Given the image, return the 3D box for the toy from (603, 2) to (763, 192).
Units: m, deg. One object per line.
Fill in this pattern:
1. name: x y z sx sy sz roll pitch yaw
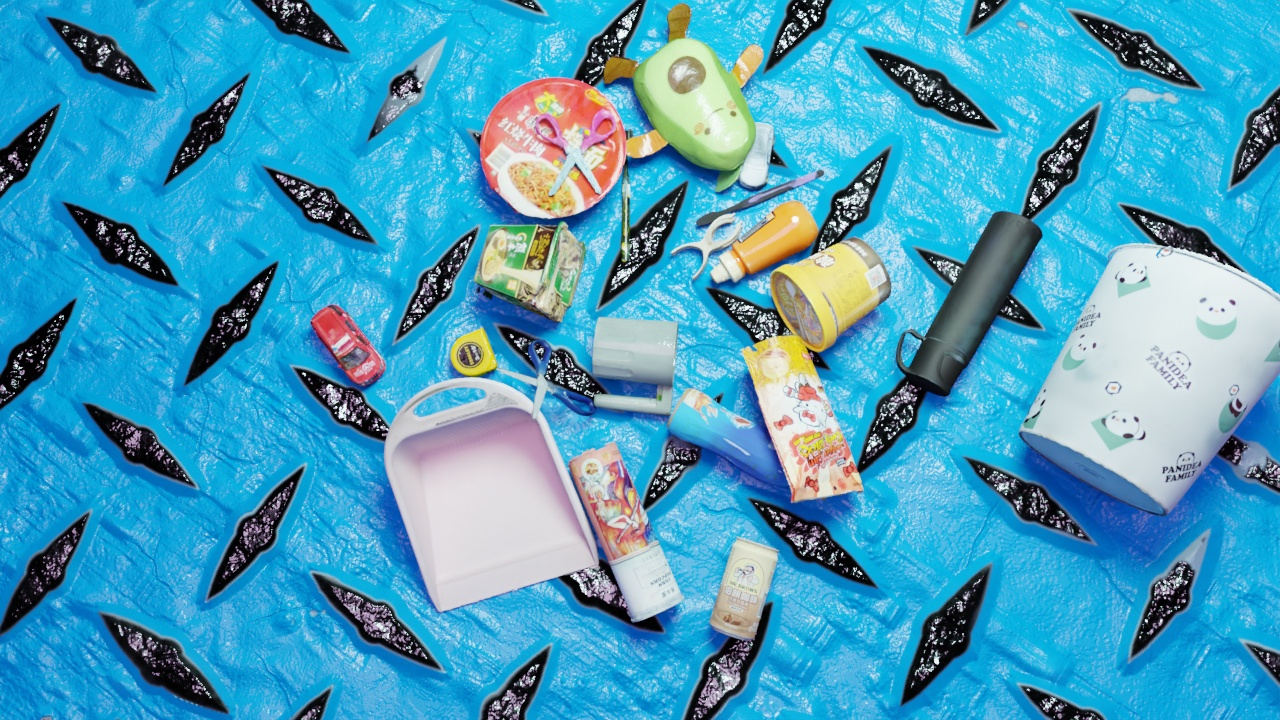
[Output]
1. toy: 0.066 -0.348 1.215 0.227 0.090 0.246 -38 79 4

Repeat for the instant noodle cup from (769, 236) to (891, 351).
1. instant noodle cup: 0.243 -0.089 1.161 0.114 0.118 0.118 -30 82 -10

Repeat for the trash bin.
1. trash bin: 0.596 0.028 1.079 0.229 0.229 0.252 33 89 6

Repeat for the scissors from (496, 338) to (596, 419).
1. scissors: -0.117 0.029 1.152 0.012 0.175 0.162 -41 121 21

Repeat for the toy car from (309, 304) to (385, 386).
1. toy car: -0.387 -0.020 1.209 0.053 0.045 0.120 -41 85 -2

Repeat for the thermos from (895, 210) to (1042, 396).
1. thermos: 0.414 -0.078 1.170 0.090 0.068 0.242 32 84 2

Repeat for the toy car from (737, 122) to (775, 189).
1. toy car: 0.156 -0.275 1.229 0.043 0.034 0.090 11 84 0

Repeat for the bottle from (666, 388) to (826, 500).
1. bottle: 0.141 0.112 1.158 0.219 0.065 0.065 29 84 6

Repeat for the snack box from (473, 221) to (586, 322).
1. snack box: -0.146 -0.121 1.185 0.106 0.118 0.117 14 83 14

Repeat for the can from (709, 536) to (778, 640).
1. can: 0.129 0.282 1.137 0.058 0.058 0.116 17 83 4

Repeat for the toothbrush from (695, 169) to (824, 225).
1. toothbrush: 0.161 -0.219 1.233 0.189 0.017 0.014 -23 93 -4

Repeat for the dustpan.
1. dustpan: -0.197 0.165 1.127 0.222 0.139 0.273 -19 81 -1

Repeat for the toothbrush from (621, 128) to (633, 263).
1. toothbrush: -0.018 -0.222 1.236 0.012 0.017 0.185 6 80 -34

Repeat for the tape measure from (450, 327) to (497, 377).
1. tape measure: -0.220 -0.006 1.207 0.057 0.029 0.060 -22 82 -2

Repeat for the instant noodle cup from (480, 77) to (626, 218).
1. instant noodle cup: -0.114 -0.274 1.223 0.194 0.066 0.193 0 81 1

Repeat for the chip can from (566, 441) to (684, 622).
1. chip can: -0.021 0.212 1.148 0.071 0.071 0.214 -24 81 -1

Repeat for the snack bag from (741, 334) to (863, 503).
1. snack bag: 0.198 0.073 1.137 0.128 0.073 0.207 0 61 -40

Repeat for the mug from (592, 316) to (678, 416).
1. mug: -0.007 0.007 1.176 0.103 0.083 0.124 6 102 4

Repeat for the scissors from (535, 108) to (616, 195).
1. scissors: -0.088 -0.273 1.182 0.134 0.017 0.133 31 88 4

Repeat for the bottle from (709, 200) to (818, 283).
1. bottle: 0.157 -0.147 1.199 0.149 0.066 0.066 -33 82 5

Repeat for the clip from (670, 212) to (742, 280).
1. clip: 0.092 -0.156 1.216 0.100 0.034 0.070 -41 83 5
